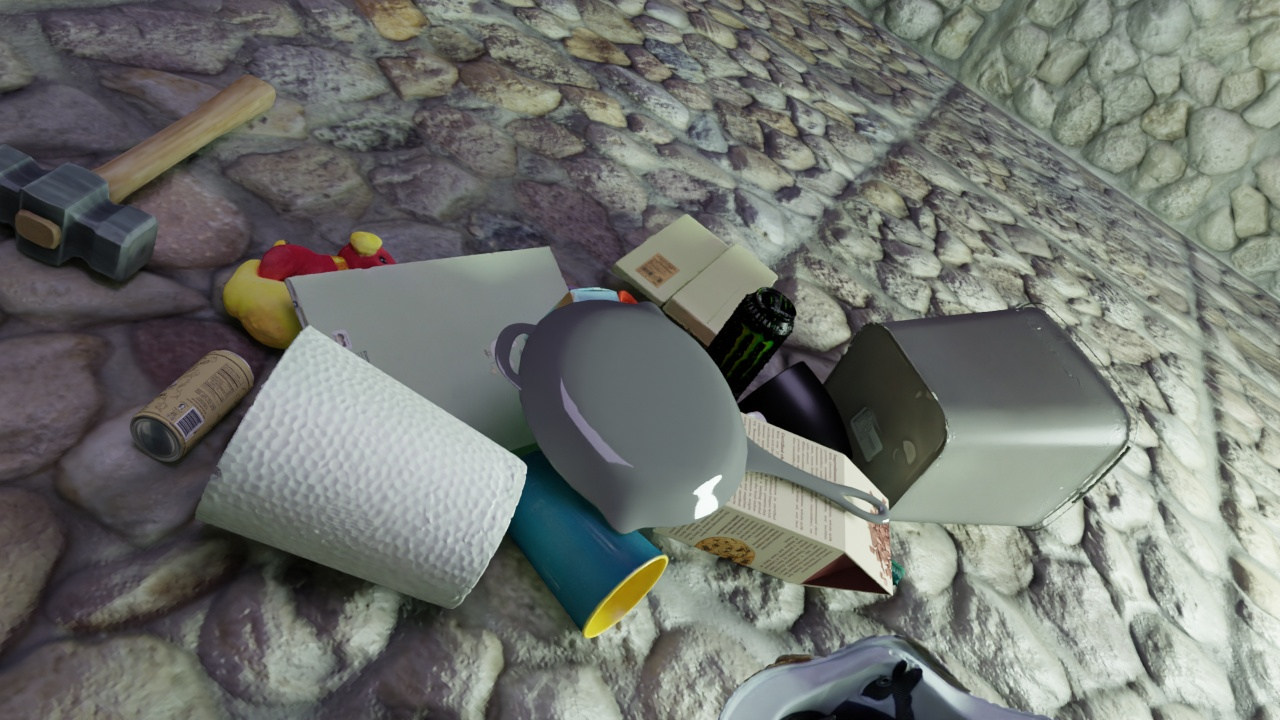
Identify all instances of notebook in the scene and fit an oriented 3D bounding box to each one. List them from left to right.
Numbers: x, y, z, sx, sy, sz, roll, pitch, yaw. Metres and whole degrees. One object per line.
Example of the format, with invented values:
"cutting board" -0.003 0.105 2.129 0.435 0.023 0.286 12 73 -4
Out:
"notebook" -0.133 0.000 0.735 0.251 0.010 0.182 -15 77 -45

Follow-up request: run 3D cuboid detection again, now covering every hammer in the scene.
"hammer" -0.397 -0.177 0.767 0.117 0.051 0.322 27 33 -8

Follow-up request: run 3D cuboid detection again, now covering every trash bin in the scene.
"trash bin" -0.167 0.074 0.577 0.161 0.134 0.133 29 35 -13
"trash bin" 0.314 0.059 0.910 0.219 0.198 0.197 0 46 -28

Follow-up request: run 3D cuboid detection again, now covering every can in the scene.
"can" -0.294 0.028 0.606 0.038 0.038 0.079 30 36 -4
"can" 0.088 -0.004 0.845 0.054 0.138 0.053 21 38 -18

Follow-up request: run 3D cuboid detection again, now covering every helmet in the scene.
"helmet" 0.137 0.295 0.509 0.264 0.164 0.236 20 33 -7

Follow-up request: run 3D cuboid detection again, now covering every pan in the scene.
"pan" 0.057 0.054 0.698 0.354 0.024 0.216 25 46 -18

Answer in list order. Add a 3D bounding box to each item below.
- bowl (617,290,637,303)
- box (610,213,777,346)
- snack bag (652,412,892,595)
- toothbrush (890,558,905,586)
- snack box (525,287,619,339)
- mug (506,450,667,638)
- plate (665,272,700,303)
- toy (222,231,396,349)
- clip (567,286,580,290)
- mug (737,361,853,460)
"bowl" -0.005 0.005 0.815 0.130 0.045 0.130 58 11 -19
"box" 0.063 -0.093 0.987 0.137 0.024 0.186 37 36 10
"snack bag" 0.123 0.122 0.767 0.206 0.070 0.094 23 48 -14
"toothbrush" 0.159 0.141 0.833 0.190 0.016 0.017 37 40 7
"snack box" -0.030 0.033 0.734 0.053 0.075 0.174 -2 63 -42
"mug" -0.050 0.125 0.650 0.121 0.078 0.078 43 37 22
"plate" 0.053 -0.073 0.996 0.104 0.026 0.104 20 38 -17
"toy" -0.259 -0.060 0.724 0.137 0.067 0.105 -24 66 -36
"clip" -0.073 -0.061 0.901 0.050 0.014 0.046 -12 57 -48
"mug" 0.137 0.069 0.846 0.118 0.085 0.100 -22 74 -47
